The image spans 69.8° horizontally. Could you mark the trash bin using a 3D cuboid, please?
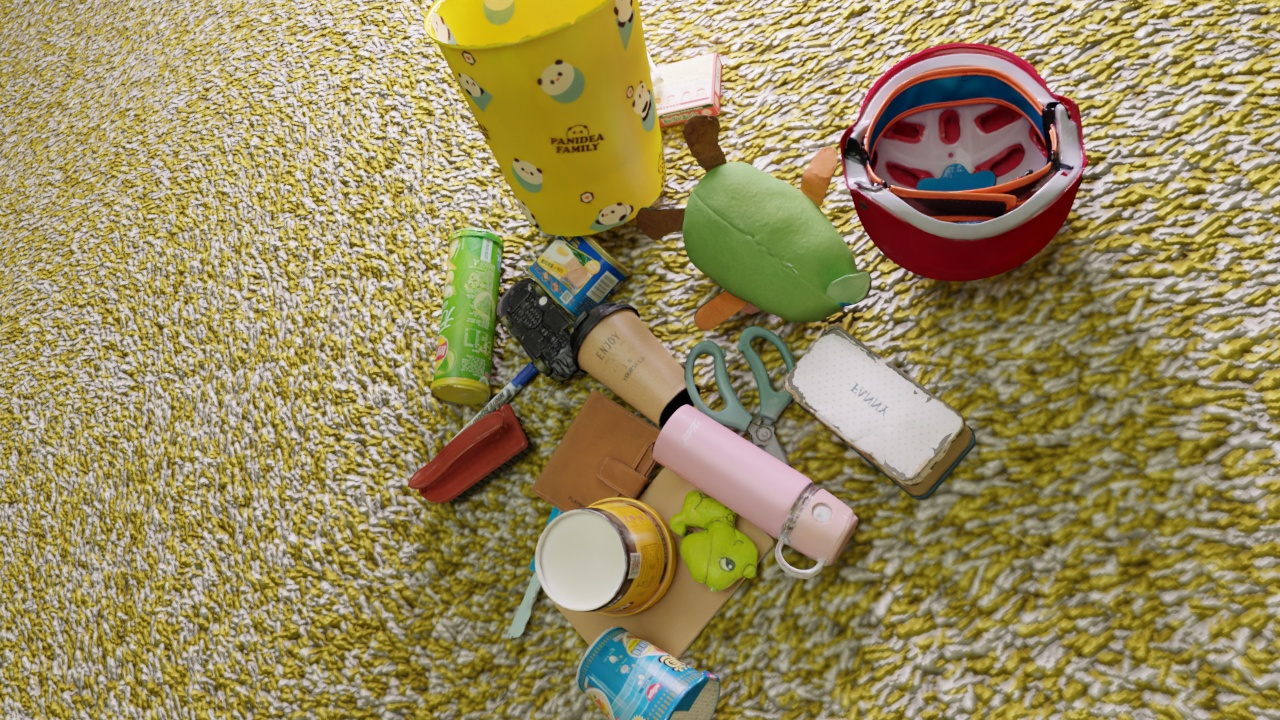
[{"bbox_3d":[-0.085,-0.295,1.028,0.230,0.255,0.229,-10,43,10],"label":"trash bin"}]

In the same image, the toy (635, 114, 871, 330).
[{"bbox_3d":[0.118,-0.125,0.930,0.247,0.089,0.227,39,114,9],"label":"toy"}]

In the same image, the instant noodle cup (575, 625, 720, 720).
[{"bbox_3d":[0.003,0.306,0.852,0.110,0.099,0.099,27,83,35],"label":"instant noodle cup"}]

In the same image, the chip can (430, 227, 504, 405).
[{"bbox_3d":[-0.212,-0.058,1.135,0.073,0.072,0.221,-8,66,25],"label":"chip can"}]

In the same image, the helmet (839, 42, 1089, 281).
[{"bbox_3d":[0.301,-0.173,0.872,0.207,0.144,0.239,-6,53,16],"label":"helmet"}]

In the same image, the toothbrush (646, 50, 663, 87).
[{"bbox_3d":[-0.001,-0.400,1.181,0.016,0.016,0.180,-31,46,12],"label":"toothbrush"}]

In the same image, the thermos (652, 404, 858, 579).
[{"bbox_3d":[0.103,0.126,0.872,0.198,0.067,0.087,33,67,21],"label":"thermos"}]

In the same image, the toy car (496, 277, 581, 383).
[{"bbox_3d":[-0.114,-0.038,1.093,0.070,0.042,0.158,-44,57,5],"label":"toy car"}]

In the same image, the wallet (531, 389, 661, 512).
[{"bbox_3d":[-0.036,0.114,0.982,0.119,0.035,0.130,30,85,23],"label":"wallet"}]

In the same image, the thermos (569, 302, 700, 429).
[{"bbox_3d":[-0.006,0.006,0.993,0.093,0.093,0.143,-48,63,2],"label":"thermos"}]

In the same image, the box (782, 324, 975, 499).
[{"bbox_3d":[0.227,0.050,0.865,0.090,0.061,0.184,-48,58,3],"label":"box"}]

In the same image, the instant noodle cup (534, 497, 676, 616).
[{"bbox_3d":[-0.037,0.191,0.887,0.119,0.114,0.118,-3,79,18],"label":"instant noodle cup"}]

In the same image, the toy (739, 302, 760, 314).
[{"bbox_3d":[0.115,-0.130,1.003,0.121,0.054,0.159,-27,71,16],"label":"toy"}]

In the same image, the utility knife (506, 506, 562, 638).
[{"bbox_3d":[-0.096,0.199,0.997,0.034,0.018,0.218,17,77,30],"label":"utility knife"}]

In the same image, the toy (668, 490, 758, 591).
[{"bbox_3d":[0.071,0.177,0.899,0.097,0.031,0.100,0,64,24],"label":"toy"}]

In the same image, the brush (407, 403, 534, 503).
[{"bbox_3d":[-0.199,0.113,1.058,0.146,0.069,0.063,-36,56,10],"label":"brush"}]

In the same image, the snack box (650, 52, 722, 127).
[{"bbox_3d":[0.025,-0.332,1.152,0.156,0.027,0.077,-5,67,26],"label":"snack box"}]

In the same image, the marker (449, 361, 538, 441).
[{"bbox_3d":[-0.177,0.057,1.102,0.146,0.017,0.017,-44,56,5],"label":"marker"}]

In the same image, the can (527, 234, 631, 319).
[{"bbox_3d":[-0.074,-0.106,1.093,0.083,0.057,0.102,-48,55,6],"label":"can"}]

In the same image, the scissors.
[{"bbox_3d":[0.101,0.053,0.931,0.143,0.019,0.179,-6,73,-5],"label":"scissors"}]

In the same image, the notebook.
[{"bbox_3d":[0.019,0.217,0.935,0.148,0.008,0.207,40,91,34],"label":"notebook"}]
